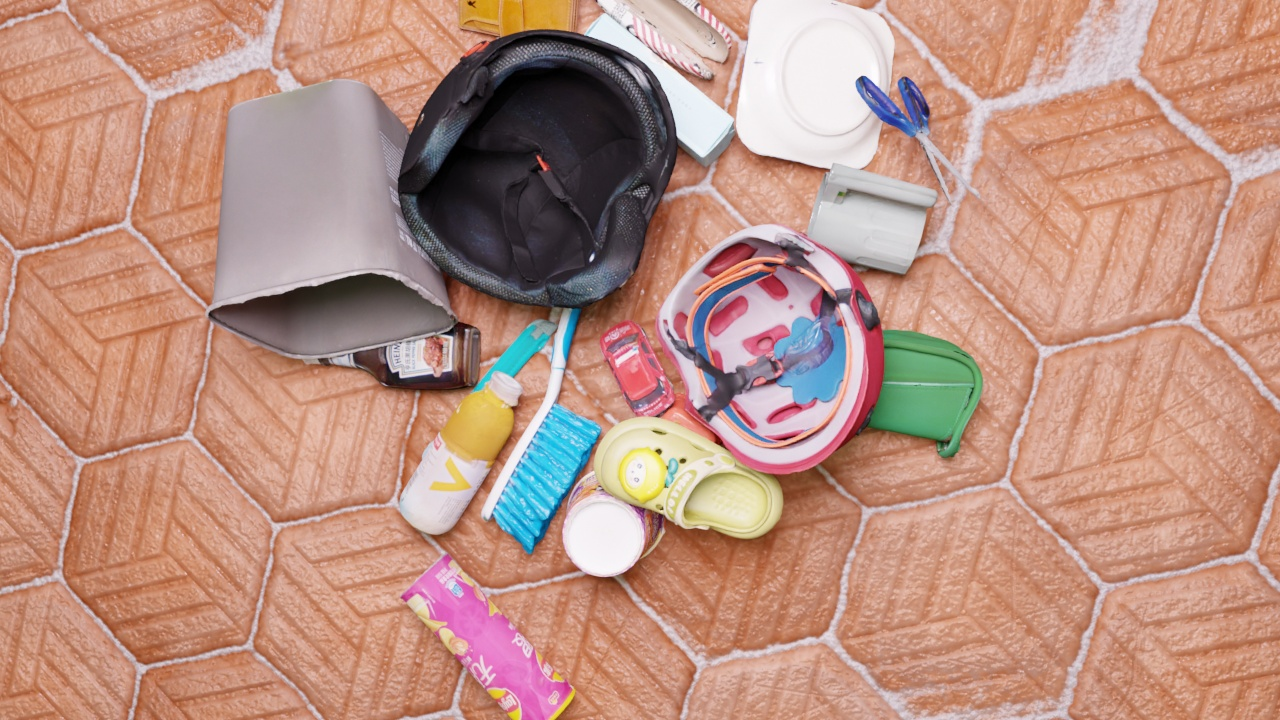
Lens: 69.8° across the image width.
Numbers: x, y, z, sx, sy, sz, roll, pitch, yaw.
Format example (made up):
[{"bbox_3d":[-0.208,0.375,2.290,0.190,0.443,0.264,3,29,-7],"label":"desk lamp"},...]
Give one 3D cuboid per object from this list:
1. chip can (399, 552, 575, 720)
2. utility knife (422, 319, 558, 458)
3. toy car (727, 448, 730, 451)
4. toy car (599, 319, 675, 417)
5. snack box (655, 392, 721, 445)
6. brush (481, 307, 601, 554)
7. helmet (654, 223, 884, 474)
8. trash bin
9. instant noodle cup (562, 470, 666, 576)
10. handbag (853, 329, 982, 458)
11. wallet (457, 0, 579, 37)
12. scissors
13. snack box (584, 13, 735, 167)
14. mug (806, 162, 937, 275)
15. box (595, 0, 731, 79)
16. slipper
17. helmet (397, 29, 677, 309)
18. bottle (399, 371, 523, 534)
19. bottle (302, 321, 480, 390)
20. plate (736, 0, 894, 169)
[{"bbox_3d":[-0.168,0.311,1.007,0.071,0.071,0.210,-43,88,8],"label":"chip can"},{"bbox_3d":[-0.171,0.036,1.015,0.029,0.013,0.221,42,99,3],"label":"utility knife"},{"bbox_3d":[0.142,0.077,0.972,0.105,0.032,0.048,-23,91,19],"label":"toy car"},{"bbox_3d":[-0.006,0.006,0.952,0.053,0.045,0.120,-32,50,5],"label":"toy car"},{"bbox_3d":[0.037,0.088,0.961,0.082,0.080,0.091,36,98,3],"label":"snack box"},{"bbox_3d":[-0.086,0.050,0.989,0.109,0.060,0.314,30,95,7],"label":"brush"},{"bbox_3d":[0.148,-0.008,0.891,0.207,0.143,0.240,-39,64,32],"label":"helmet"},{"bbox_3d":[-0.306,-0.137,0.919,0.199,0.199,0.219,-10,75,7],"label":"trash bin"},{"bbox_3d":[-0.032,0.173,0.967,0.111,0.099,0.111,0,93,7],"label":"instant noodle cup"},{"bbox_3d":[0.273,0.032,0.939,0.131,0.068,0.120,12,103,5],"label":"handbag"},{"bbox_3d":[-0.127,-0.381,0.953,0.131,0.035,0.119,15,124,10],"label":"wallet"},{"bbox_3d":[0.269,-0.222,0.889,0.175,0.162,0.012,31,134,-21],"label":"scissors"},{"bbox_3d":[0.017,-0.274,0.938,0.175,0.074,0.052,40,98,2],"label":"snack box"},{"bbox_3d":[0.225,-0.143,0.901,0.103,0.124,0.083,15,70,3],"label":"mug"},{"bbox_3d":[0.026,-0.359,0.937,0.163,0.074,0.081,37,108,5],"label":"box"},{"bbox_3d":[0.048,0.117,0.881,0.190,0.081,0.091,20,94,2],"label":"slipper"},{"bbox_3d":[-0.098,-0.190,0.876,0.275,0.230,0.233,-43,118,15],"label":"helmet"},{"bbox_3d":[-0.190,0.099,0.990,0.068,0.068,0.190,34,101,3],"label":"bottle"},{"bbox_3d":[-0.275,-0.009,1.010,0.195,0.044,0.080,3,91,8],"label":"bottle"},{"bbox_3d":[0.180,-0.277,0.909,0.163,0.034,0.164,6,96,-17],"label":"plate"}]
